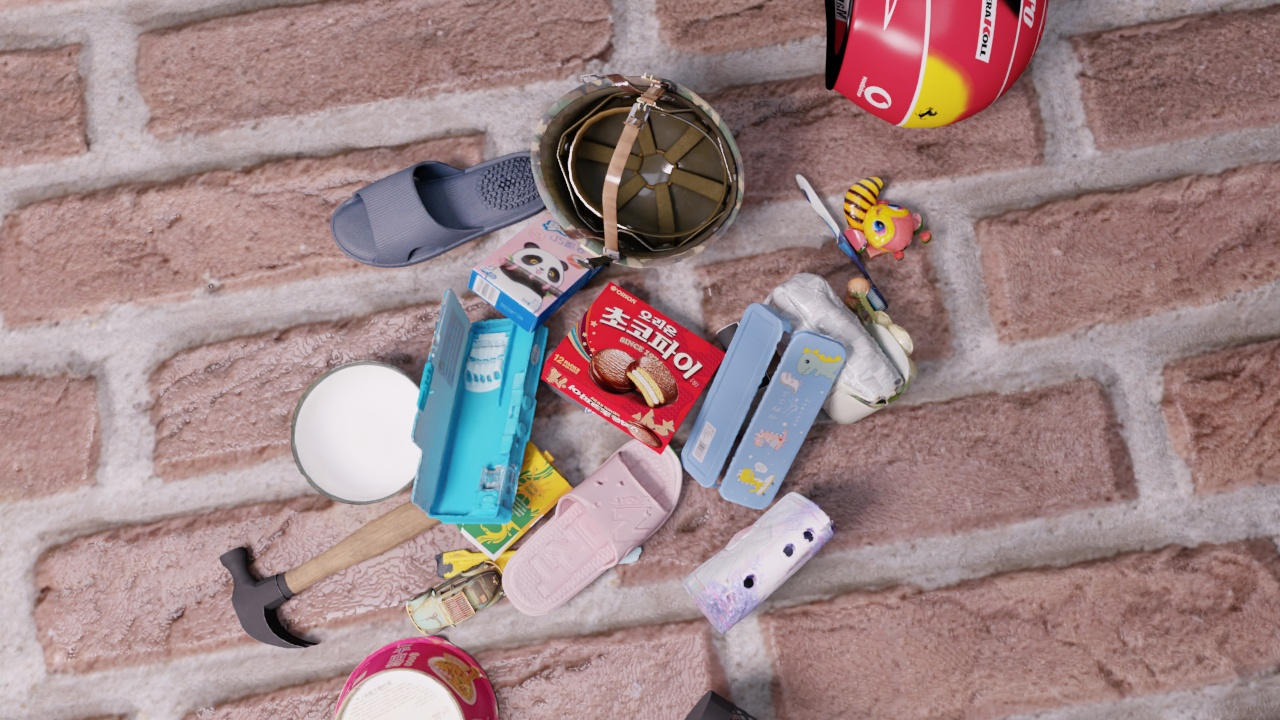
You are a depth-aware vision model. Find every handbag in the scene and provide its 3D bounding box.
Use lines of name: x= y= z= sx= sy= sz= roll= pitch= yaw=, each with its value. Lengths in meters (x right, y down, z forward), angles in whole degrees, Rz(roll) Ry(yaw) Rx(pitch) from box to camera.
handbag: x=0.216 y=-0.025 z=0.989 sx=0.123 sy=0.113 sz=0.171 roll=-37 pitch=82 yaw=-14
handbag: x=0.123 y=0.205 z=0.946 sx=0.158 sy=0.126 sz=0.069 roll=-39 pitch=80 yaw=-3

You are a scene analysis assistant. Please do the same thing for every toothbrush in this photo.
toothbrush: x=0.227 y=-0.136 z=1.051 sx=0.017 sy=0.016 sz=0.189 roll=-32 pitch=82 yaw=6

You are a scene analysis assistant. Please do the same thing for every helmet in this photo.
helmet: x=-0.006 y=-0.196 z=0.953 sx=0.224 sy=0.236 sz=0.193 roll=16 pitch=106 yaw=-7
helmet: x=0.319 y=-0.386 z=0.996 sx=0.224 sy=0.198 sz=0.270 roll=2 pitch=73 yaw=2

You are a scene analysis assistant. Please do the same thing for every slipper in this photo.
slipper: x=-0.047 y=0.176 z=0.977 sx=0.239 sy=0.064 sz=0.094 roll=-42 pitch=81 yaw=-10
slipper: x=-0.225 y=-0.177 z=1.033 sx=0.263 sy=0.082 sz=0.101 roll=-16 pitch=84 yaw=-2

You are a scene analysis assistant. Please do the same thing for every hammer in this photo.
hammer: x=-0.295 y=0.203 z=1.002 sx=0.305 sy=0.040 sz=0.132 roll=-28 pitch=79 yaw=-4

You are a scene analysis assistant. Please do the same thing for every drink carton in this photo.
drink carton: x=-0.136 y=0.149 z=0.989 sx=0.122 sy=0.041 sz=0.058 roll=-42 pitch=124 yaw=-4

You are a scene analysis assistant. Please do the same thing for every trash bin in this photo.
trash bin: x=0.109 y=0.462 z=0.870 sx=0.227 sy=0.218 sz=0.217 roll=34 pitch=83 yaw=10

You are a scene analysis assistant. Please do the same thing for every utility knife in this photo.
utility knife: x=-0.112 y=0.218 z=1.007 sx=0.227 sy=0.019 sz=0.030 roll=-4 pitch=90 yaw=-2

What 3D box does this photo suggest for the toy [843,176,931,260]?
toy: x=0.272 y=-0.157 z=1.039 sx=0.084 sy=0.046 sz=0.103 roll=-36 pitch=79 yaw=2

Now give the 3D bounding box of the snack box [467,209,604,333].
snack box: x=-0.107 y=-0.101 z=1.002 sx=0.088 sy=0.033 sz=0.153 roll=36 pitch=46 yaw=5

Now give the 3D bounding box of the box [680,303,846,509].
box: x=0.121 y=0.052 z=0.957 sx=0.122 sy=0.047 sz=0.210 roll=31 pitch=113 yaw=20

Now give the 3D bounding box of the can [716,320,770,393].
can: x=0.116 y=-0.002 z=1.024 sx=0.031 sy=0.031 sz=0.080 roll=-25 pitch=82 yaw=-3

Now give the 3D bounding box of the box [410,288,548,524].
box: x=-0.180 y=0.044 z=0.945 sx=0.097 sy=0.117 sz=0.226 roll=-5 pitch=63 yaw=28

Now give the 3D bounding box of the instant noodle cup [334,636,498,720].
instant noodle cup: x=-0.242 y=0.384 z=0.951 sx=0.178 sy=0.078 sz=0.178 roll=0 pitch=81 yaw=1

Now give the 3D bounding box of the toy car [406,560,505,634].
toy car: x=-0.197 y=0.257 z=0.979 sx=0.112 sy=0.047 sz=0.047 roll=-28 pitch=97 yaw=0

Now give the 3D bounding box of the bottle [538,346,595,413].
bottle: x=-0.066 y=0.027 z=1.017 sx=0.112 sy=0.047 sz=0.047 roll=32 pitch=83 yaw=6

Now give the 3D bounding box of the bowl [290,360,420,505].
bowl: x=-0.293 y=0.081 z=1.000 sx=0.153 sy=0.073 sz=0.153 roll=0 pitch=81 yaw=1

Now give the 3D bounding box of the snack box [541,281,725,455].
snack box: x=-0.006 y=0.006 z=0.995 sx=0.152 sy=0.036 sz=0.132 roll=32 pitch=56 yaw=5
